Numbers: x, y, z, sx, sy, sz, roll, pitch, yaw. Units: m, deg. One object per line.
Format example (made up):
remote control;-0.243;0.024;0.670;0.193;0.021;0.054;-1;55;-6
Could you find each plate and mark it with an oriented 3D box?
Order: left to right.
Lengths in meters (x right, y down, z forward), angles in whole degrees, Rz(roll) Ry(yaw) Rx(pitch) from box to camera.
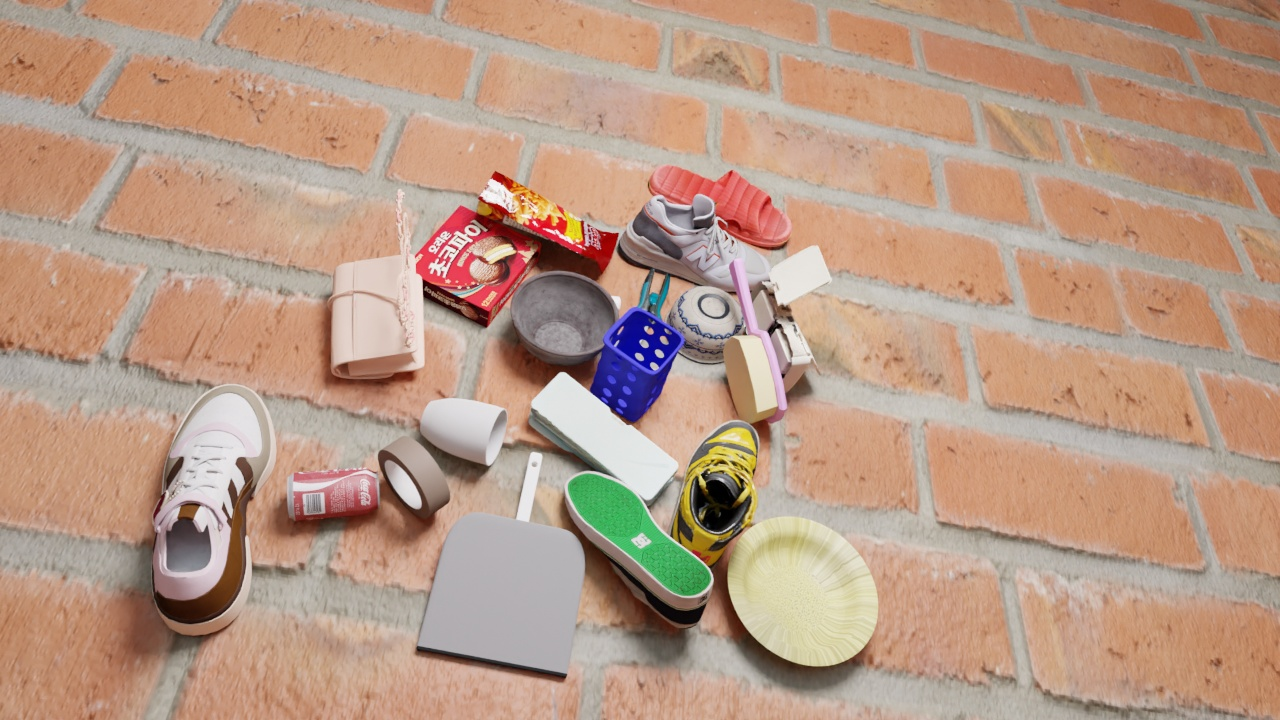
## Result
plate;0.187;0.277;1.091;0.184;0.036;0.184;7;52;-10

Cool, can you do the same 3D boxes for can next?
can;-0.345;0.150;1.033;0.096;0.054;0.054;-3;54;-17

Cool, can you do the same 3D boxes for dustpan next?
dustpan;-0.143;0.219;1.053;0.163;0.033;0.257;12;60;-6

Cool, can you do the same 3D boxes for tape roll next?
tape roll;-0.258;0.133;1.043;0.094;0.094;0.030;42;54;17

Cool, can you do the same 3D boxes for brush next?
brush;0.141;-0.025;1.237;0.043;0.089;0.228;-11;81;-15

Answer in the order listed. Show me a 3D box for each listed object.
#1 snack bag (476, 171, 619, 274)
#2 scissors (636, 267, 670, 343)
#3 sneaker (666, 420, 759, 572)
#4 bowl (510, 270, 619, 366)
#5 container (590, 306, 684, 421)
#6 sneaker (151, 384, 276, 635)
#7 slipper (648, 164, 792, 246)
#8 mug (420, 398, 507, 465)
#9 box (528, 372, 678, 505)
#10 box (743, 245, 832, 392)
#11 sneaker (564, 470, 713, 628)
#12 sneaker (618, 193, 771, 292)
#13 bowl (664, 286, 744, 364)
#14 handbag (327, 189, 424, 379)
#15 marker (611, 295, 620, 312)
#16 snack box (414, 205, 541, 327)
snack bag;-0.134;-0.199;1.338;0.208;0.067;0.138;28;24;-10
scissors;0.020;-0.078;1.328;0.134;0.019;0.130;-20;62;-25
sneaker;0.101;0.143;1.116;0.086;0.122;0.237;24;52;1
bowl;-0.106;-0.045;1.237;0.145;0.067;0.144;7;52;-10
container;-0.007;0.007;1.194;0.085;0.114;0.084;34;52;12
sneaker;-0.462;0.131;0.975;0.111;0.117;0.293;4;53;-12
slipper;0.134;-0.264;1.476;0.249;0.059;0.103;25;52;6
mug;-0.212;0.075;1.126;0.089;0.071;0.107;15;23;7
box;-0.048;0.100;1.152;0.199;0.073;0.085;36;34;11
box;0.215;-0.055;1.257;0.080;0.182;0.143;-6;62;-21
sneaker;-0.012;0.220;1.068;0.084;0.079;0.235;-23;45;-33
sneaker;0.094;-0.180;1.358;0.239;0.124;0.088;11;52;-7
bowl;0.096;-0.058;1.307;0.115;0.059;0.115;7;52;-10
handbag;-0.339;-0.094;1.132;0.116;0.187;0.198;-6;61;-6
marker;-0.092;-0.084;1.299;0.126;0.025;0.025;5;52;-11
snack box;-0.235;-0.135;1.291;0.132;0.036;0.151;26;51;5
